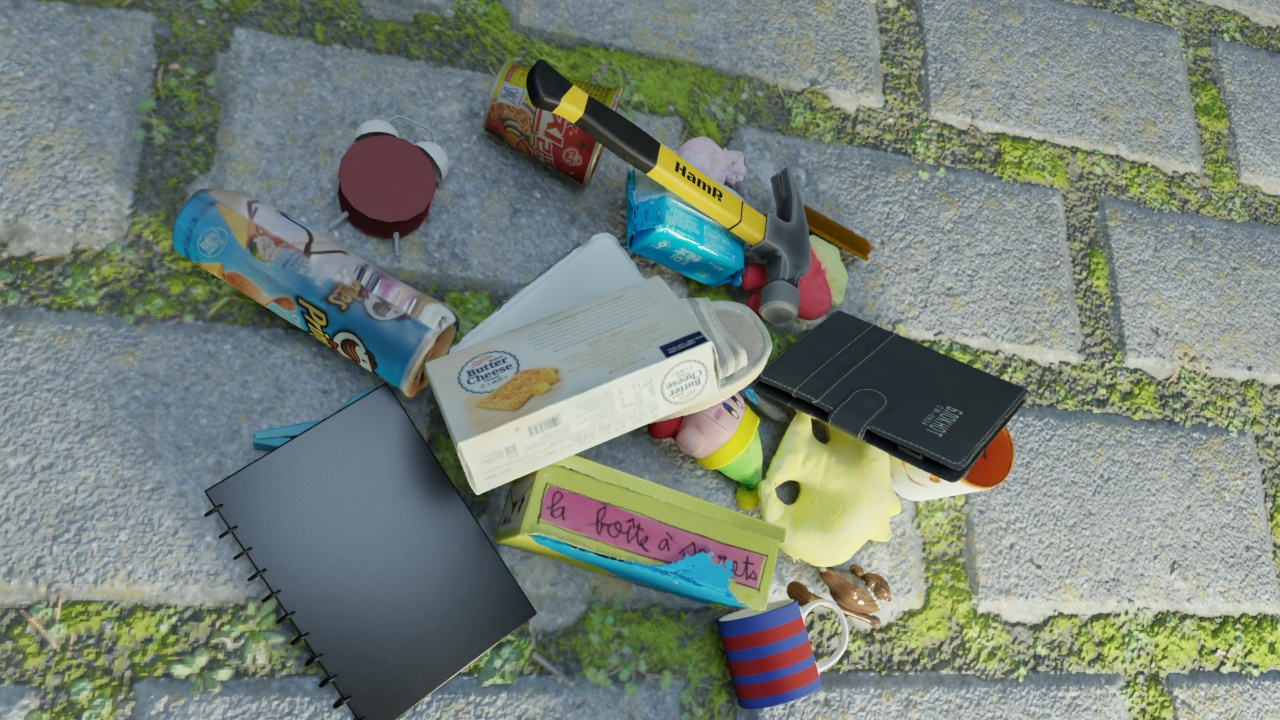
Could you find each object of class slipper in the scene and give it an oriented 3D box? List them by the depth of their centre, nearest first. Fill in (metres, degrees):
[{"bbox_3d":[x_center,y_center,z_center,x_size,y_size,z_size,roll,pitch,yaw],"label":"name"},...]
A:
[{"bbox_3d":[-0.005,0.005,0.806,0.272,0.054,0.114,-20,60,-22],"label":"slipper"}]

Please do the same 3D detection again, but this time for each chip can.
[{"bbox_3d":[-0.263,-0.061,0.753,0.229,0.080,0.079,31,67,0],"label":"chip can"}]

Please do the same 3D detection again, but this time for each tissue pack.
[{"bbox_3d":[0.042,-0.135,0.890,0.144,0.062,0.092,21,60,-34],"label":"tissue pack"}]

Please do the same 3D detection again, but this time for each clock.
[{"bbox_3d":[-0.225,-0.165,0.829,0.087,0.044,0.124,22,69,-13],"label":"clock"}]

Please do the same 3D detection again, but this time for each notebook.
[{"bbox_3d":[-0.215,0.159,0.739,0.168,0.019,0.231,-34,94,-21],"label":"notebook"},{"bbox_3d":[0.235,0.026,0.867,0.209,0.029,0.169,24,40,33],"label":"notebook"}]

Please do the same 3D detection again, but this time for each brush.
[{"bbox_3d":[0.225,-0.127,0.980,0.126,0.048,0.017,27,109,-11],"label":"brush"}]

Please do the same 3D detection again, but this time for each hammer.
[{"bbox_3d":[0.035,-0.172,0.838,0.324,0.034,0.169,29,55,-27],"label":"hammer"}]

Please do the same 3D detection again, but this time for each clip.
[{"bbox_3d":[-0.245,0.057,0.771,0.120,0.033,0.118,35,70,-9],"label":"clip"}]

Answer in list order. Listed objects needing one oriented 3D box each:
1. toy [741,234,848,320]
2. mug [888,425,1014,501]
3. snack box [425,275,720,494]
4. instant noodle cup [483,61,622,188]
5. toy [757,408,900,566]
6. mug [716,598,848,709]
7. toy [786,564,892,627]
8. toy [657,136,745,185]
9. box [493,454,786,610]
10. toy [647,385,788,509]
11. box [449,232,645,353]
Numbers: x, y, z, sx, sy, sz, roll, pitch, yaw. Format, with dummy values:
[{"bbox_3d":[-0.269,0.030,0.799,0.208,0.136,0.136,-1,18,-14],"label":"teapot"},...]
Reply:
[{"bbox_3d":[0.160,-0.083,0.942,0.135,0.045,0.091,-22,82,-29],"label":"toy"},{"bbox_3d":[0.302,0.094,0.910,0.082,0.105,0.082,5,74,-18],"label":"mug"},{"bbox_3d":[-0.053,0.014,0.720,0.207,0.058,0.104,-22,42,-12],"label":"snack box"},{"bbox_3d":[-0.086,-0.230,0.876,0.112,0.100,0.100,19,69,-5],"label":"instant noodle cup"},{"bbox_3d":[0.186,0.121,0.881,0.155,0.065,0.170,35,68,-17],"label":"toy"},{"bbox_3d":[0.131,0.254,0.814,0.112,0.075,0.076,-15,80,-2],"label":"mug"},{"bbox_3d":[0.195,0.220,0.874,0.101,0.041,0.055,24,90,-21],"label":"toy"},{"bbox_3d":[0.050,-0.199,0.936,0.110,0.047,0.063,5,51,-14],"label":"toy"},{"bbox_3d":[-0.002,0.147,0.780,0.221,0.125,0.079,18,72,-13],"label":"box"},{"bbox_3d":[0.076,0.070,0.865,0.131,0.097,0.123,31,37,3],"label":"toy"},{"bbox_3d":[-0.084,-0.028,0.840,0.213,0.063,0.118,-40,93,-25],"label":"box"}]
